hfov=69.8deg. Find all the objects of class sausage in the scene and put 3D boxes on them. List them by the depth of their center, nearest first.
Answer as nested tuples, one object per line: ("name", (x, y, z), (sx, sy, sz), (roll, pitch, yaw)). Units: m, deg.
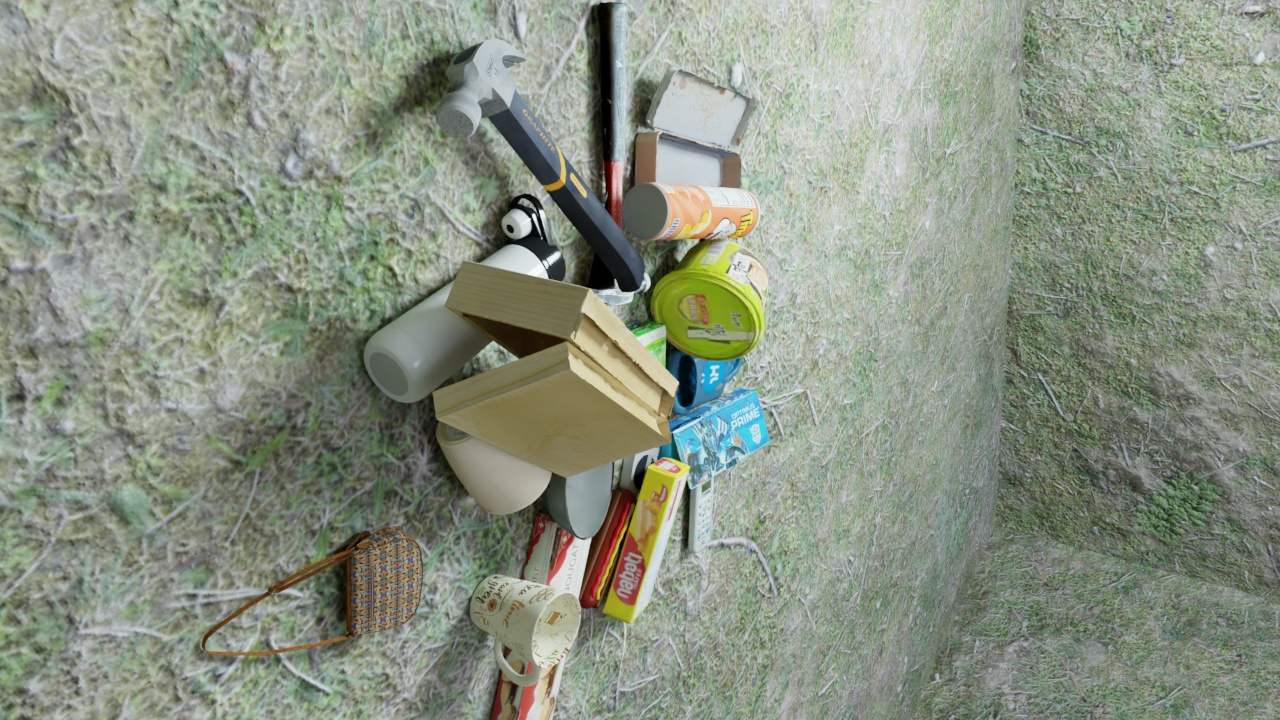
("sausage", (-0.044, 0.233, 1.143), (0.040, 0.040, 0.155), (42, 65, -54))

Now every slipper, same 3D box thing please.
("slipper", (0.095, 0.016, 1.267), (0.213, 0.059, 0.104), (-23, 122, -54))

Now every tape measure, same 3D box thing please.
("tape measure", (0.000, 0.141, 1.200), (0.064, 0.017, 0.065), (13, 89, -57))

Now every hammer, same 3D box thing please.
("hammer", (-0.079, -0.171, 0.892), (0.312, 0.035, 0.139), (50, 37, -43))
("hammer", (-0.035, -0.219, 1.008), (0.140, 0.036, 0.326), (-25, 121, -53))

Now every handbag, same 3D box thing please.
("handbag", (-0.279, 0.208, 0.787), (0.195, 0.043, 0.094), (-14, 116, -46))

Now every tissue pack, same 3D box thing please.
("tissue pack", (-0.007, 0.007, 1.130), (0.113, 0.034, 0.100), (-27, 124, -49))

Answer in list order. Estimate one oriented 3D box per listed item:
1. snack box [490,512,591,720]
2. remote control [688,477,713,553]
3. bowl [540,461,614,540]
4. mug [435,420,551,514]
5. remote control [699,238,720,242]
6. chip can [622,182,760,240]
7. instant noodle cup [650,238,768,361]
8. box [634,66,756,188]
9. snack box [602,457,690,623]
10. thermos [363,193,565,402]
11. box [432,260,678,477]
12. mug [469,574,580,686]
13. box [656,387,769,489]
("snack box", (-0.113, 0.313, 1.058), (0.076, 0.044, 0.273), (14, 89, -58))
("remote control", (0.087, 0.218, 1.356), (0.050, 0.022, 0.133), (-22, 119, -52))
("bowl", (-0.078, 0.122, 1.021), (0.150, 0.057, 0.150), (4, 89, -72))
("mug", (-0.146, 0.078, 0.906), (0.111, 0.085, 0.104), (-87, 155, -44))
("remote control", (0.108, -0.193, 1.259), (0.124, 0.010, 0.039), (-63, 145, -21))
("chip can", (0.065, -0.174, 1.081), (0.209, 0.062, 0.062), (-12, 110, -54))
("instant noodle cup", (0.094, -0.080, 1.164), (0.097, 0.146, 0.146), (-63, 147, -42))
("box", (0.073, -0.270, 1.140), (0.216, 0.063, 0.157), (-7, 121, -56))
("snack box", (0.010, 0.228, 1.179), (0.092, 0.042, 0.201), (-11, 118, -75))
("thermos", (-0.158, -0.062, 0.845), (0.229, 0.069, 0.101), (-45, 122, -42))
("box", (-0.064, 0.020, 0.828), (0.248, 0.141, 0.148), (41, 55, -63))
("mug", (-0.127, 0.289, 0.978), (0.080, 0.097, 0.122), (-17, 115, -54))
("box", (0.110, 0.111, 1.314), (0.242, 0.066, 0.091), (-20, 116, -53))
